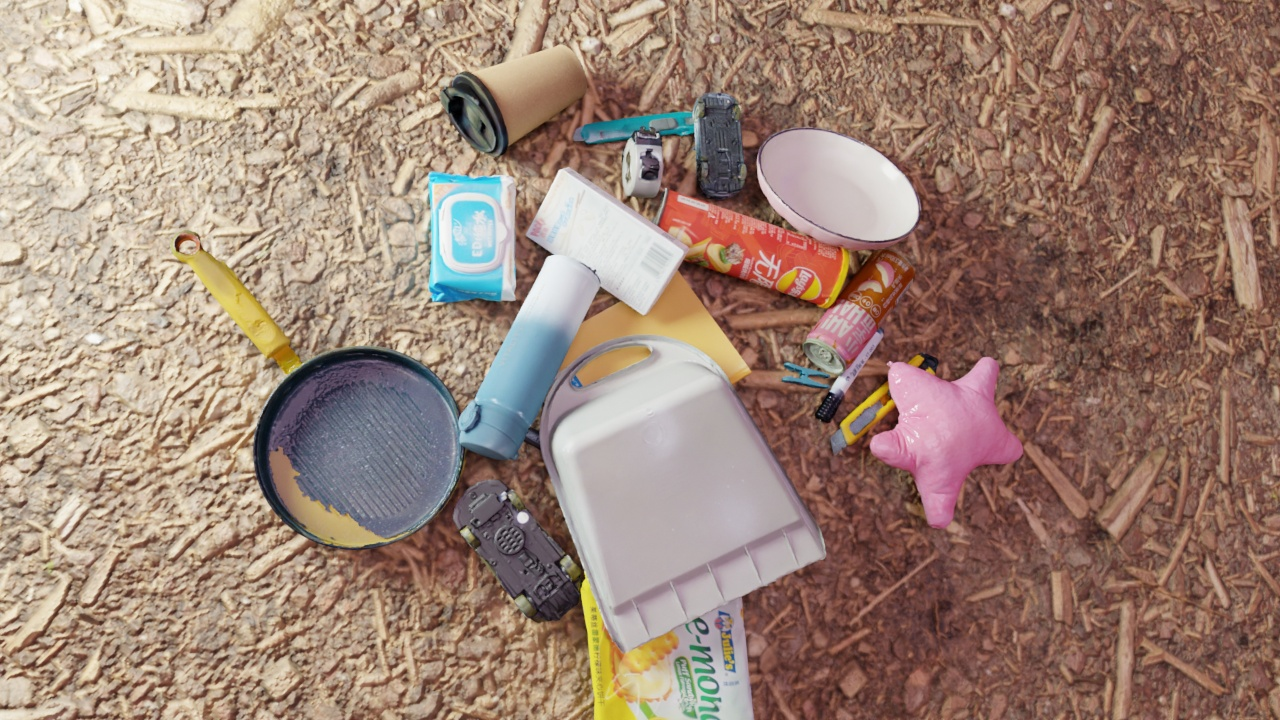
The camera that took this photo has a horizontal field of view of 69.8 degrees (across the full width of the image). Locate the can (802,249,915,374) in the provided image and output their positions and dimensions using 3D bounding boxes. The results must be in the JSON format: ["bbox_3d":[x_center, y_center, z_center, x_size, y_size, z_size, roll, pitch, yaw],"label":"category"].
[{"bbox_3d":[0.244,-0.056,1.022,0.058,0.058,0.147,40,74,-1],"label":"can"}]

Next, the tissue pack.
[{"bbox_3d":[-0.174,-0.127,0.951,0.090,0.063,0.140,0,79,-11],"label":"tissue pack"}]

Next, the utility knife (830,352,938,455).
[{"bbox_3d":[0.274,0.048,1.028,0.173,0.015,0.033,-39,85,-16],"label":"utility knife"}]

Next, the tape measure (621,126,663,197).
[{"bbox_3d":[0.002,-0.212,1.002,0.033,0.066,0.066,0,77,-14],"label":"tape measure"}]

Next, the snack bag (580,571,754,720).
[{"bbox_3d":[0.025,0.310,0.898,0.158,0.068,0.246,-3,79,-11],"label":"snack bag"}]

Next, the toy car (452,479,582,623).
[{"bbox_3d":[-0.121,0.187,0.908,0.070,0.042,0.158,-38,89,-16],"label":"toy car"}]

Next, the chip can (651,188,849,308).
[{"bbox_3d":[0.117,-0.122,1.003,0.216,0.073,0.073,18,76,-8],"label":"chip can"}]

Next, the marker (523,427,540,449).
[{"bbox_3d":[-0.094,0.088,0.948,0.124,0.015,0.018,29,71,-3],"label":"marker"}]

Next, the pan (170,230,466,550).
[{"bbox_3d":[-0.321,0.022,0.884,0.197,0.078,0.357,-41,89,-16],"label":"pan"}]

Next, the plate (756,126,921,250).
[{"bbox_3d":[0.217,-0.186,1.026,0.192,0.039,0.192,9,49,-11],"label":"plate"}]

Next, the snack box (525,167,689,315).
[{"bbox_3d":[-0.036,-0.125,0.965,0.157,0.026,0.085,35,114,4],"label":"snack box"}]

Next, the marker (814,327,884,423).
[{"bbox_3d":[0.235,0.015,1.028,0.022,0.018,0.130,45,73,-26],"label":"marker"}]

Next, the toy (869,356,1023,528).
[{"bbox_3d":[0.334,0.066,1.006,0.194,0.075,0.178,-38,93,-19],"label":"toy"}]

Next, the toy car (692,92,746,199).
[{"bbox_3d":[0.088,-0.243,1.039,0.054,0.037,0.120,-1,83,-14],"label":"toy car"}]

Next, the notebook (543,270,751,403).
[{"bbox_3d":[-0.006,0.006,0.969,0.206,0.010,0.146,-31,73,-16],"label":"notebook"}]

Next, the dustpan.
[{"bbox_3d":[0.020,0.105,0.909,0.222,0.142,0.258,-24,99,-6],"label":"dustpan"}]

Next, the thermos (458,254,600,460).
[{"bbox_3d":[-0.111,-0.003,0.922,0.070,0.070,0.220,27,66,-5],"label":"thermos"}]

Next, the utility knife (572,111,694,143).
[{"bbox_3d":[0.001,-0.263,1.040,0.160,0.013,0.029,-11,81,-13],"label":"utility knife"}]

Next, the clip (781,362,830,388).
[{"bbox_3d":[0.184,0.019,1.018,0.057,0.014,0.046,11,75,-8],"label":"clip"}]

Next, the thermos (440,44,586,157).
[{"bbox_3d":[-0.132,-0.283,0.983,0.143,0.093,0.093,-35,87,-23],"label":"thermos"}]
